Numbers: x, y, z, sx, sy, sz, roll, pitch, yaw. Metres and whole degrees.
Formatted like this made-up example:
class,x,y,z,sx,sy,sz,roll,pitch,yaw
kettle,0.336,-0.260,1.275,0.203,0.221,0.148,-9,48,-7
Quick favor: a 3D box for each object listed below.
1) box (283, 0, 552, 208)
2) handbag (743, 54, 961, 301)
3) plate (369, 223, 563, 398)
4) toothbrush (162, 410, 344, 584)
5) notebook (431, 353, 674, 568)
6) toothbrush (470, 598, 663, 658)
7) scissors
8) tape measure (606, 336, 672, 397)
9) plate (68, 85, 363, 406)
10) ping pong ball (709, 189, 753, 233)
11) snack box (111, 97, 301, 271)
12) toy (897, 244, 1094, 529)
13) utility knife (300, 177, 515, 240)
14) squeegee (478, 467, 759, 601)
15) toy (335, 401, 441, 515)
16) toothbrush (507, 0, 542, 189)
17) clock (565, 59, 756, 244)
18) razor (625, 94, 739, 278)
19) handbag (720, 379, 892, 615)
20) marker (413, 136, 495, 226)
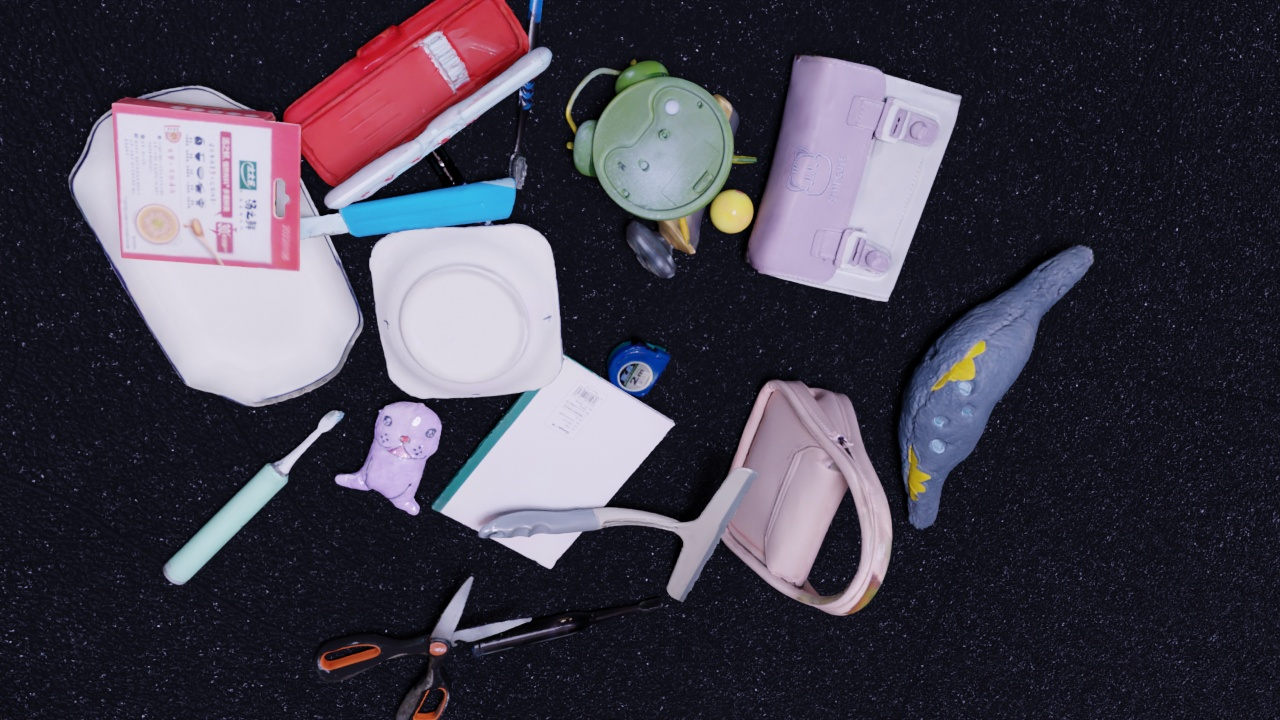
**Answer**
class,x,y,z,sx,sy,sz,roll,pitch,yaw
box,-0.172,-0.204,0.698,0.201,0.099,0.112,-35,97,0
handbag,0.188,-0.166,0.841,0.145,0.098,0.197,10,109,-14
plate,-0.153,-0.036,0.810,0.163,0.034,0.164,-4,114,0
toothbrush,-0.355,0.124,0.844,0.224,0.027,0.026,-44,85,5
notebook,-0.086,0.104,0.909,0.150,0.012,0.209,33,107,-26
toothbrush,-0.078,0.287,0.997,0.212,0.026,0.027,-9,149,-14
scissors,-0.226,0.304,0.942,0.230,0.021,0.221,3,121,-8
tape measure,-0.005,0.005,0.893,0.054,0.025,0.058,21,116,-21
plate,-0.337,-0.088,0.751,0.162,0.034,0.266,-22,117,-7
ping pong ball,0.084,-0.138,0.849,0.040,0.040,0.040,-6,114,-14
snack box,-0.318,-0.131,0.688,0.127,0.044,0.113,4,109,-13
toy,0.350,0.026,0.973,0.137,0.091,0.357,15,111,-34
utility knife,-0.205,-0.120,0.755,0.209,0.018,0.034,-11,116,-16
squeegee,-0.040,0.166,0.925,0.246,0.039,0.247,5,137,-15
toy,-0.228,0.085,0.857,0.084,0.039,0.108,23,106,-15
toothbrush,-0.094,-0.236,0.769,0.014,0.016,0.190,1,112,-25
clock,0.008,-0.185,0.777,0.161,0.056,0.116,40,95,5
razor,0.040,-0.156,0.824,0.067,0.062,0.167,21,99,-22
handbag,0.167,0.143,0.887,0.093,0.234,0.193,10,110,-18
marker,-0.153,-0.142,0.789,0.020,0.022,0.132,-39,120,-13
